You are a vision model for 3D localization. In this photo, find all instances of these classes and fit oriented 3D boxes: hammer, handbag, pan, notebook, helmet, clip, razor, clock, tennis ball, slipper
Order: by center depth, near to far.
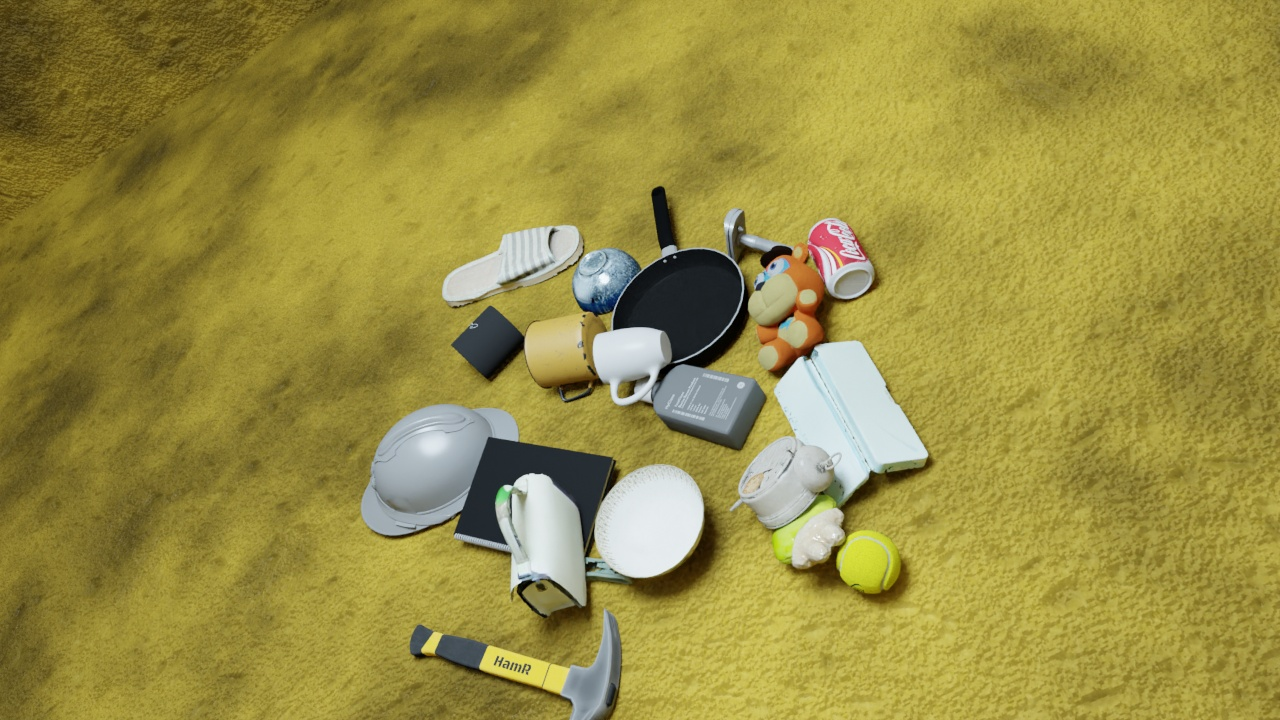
[{"bbox_3d":[0.239,0.211,0.962,0.065,0.065,0.065,-17,50,21],"label":"tennis ball"},{"bbox_3d":[0.167,0.126,1.027,0.157,0.061,0.103,-34,17,53],"label":"clock"},{"bbox_3d":[-0.134,0.206,1.087,0.074,0.176,0.151,-19,51,13],"label":"handbag"},{"bbox_3d":[-0.163,0.367,1.122,0.325,0.034,0.169,2,57,34],"label":"hammer"},{"bbox_3d":[-0.040,0.259,1.131,0.076,0.023,0.042,-5,56,31],"label":"clip"},{"bbox_3d":[-0.144,0.186,1.228,0.207,0.016,0.148,6,68,29],"label":"notebook"},{"bbox_3d":[0.177,-0.161,1.289,0.116,0.088,0.047,21,68,20],"label":"razor"},{"bbox_3d":[-0.319,0.133,1.329,0.271,0.118,0.183,-28,47,5],"label":"helmet"},{"bbox_3d":[0.050,-0.128,1.351,0.204,0.044,0.354,-21,48,17],"label":"pan"},{"bbox_3d":[-0.223,-0.163,1.545,0.273,0.054,0.114,-17,45,21],"label":"slipper"}]

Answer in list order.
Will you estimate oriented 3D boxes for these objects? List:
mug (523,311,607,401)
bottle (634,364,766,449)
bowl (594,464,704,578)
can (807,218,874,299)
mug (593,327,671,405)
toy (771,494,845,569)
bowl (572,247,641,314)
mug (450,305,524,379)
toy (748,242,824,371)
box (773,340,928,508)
[{"bbox_3d":[-0.099,-0.004,1.323,0.094,0.100,0.124,-10,93,23],"label":"mug"},{"bbox_3d":[0.068,0.052,1.202,0.174,0.046,0.083,13,65,38],"label":"bottle"},{"bbox_3d":[0.022,0.203,1.105,0.145,0.063,0.145,-17,50,21],"label":"bowl"},{"bbox_3d":[0.262,-0.136,1.211,0.064,0.064,0.104,-26,47,13],"label":"can"},{"bbox_3d":[-0.007,0.007,1.216,0.089,0.071,0.107,-11,64,20],"label":"mug"},{"bbox_3d":[0.188,0.189,1.001,0.092,0.043,0.118,-45,10,-6],"label":"toy"},{"bbox_3d":[-0.062,-0.133,1.414,0.114,0.061,0.114,-17,50,22],"label":"bowl"},{"bbox_3d":[-0.242,-0.031,1.446,0.088,0.078,0.114,-47,20,-7],"label":"mug"},{"bbox_3d":[0.192,-0.074,1.190,0.112,0.096,0.175,-44,28,46],"label":"toy"},{"bbox_3d":[0.244,0.069,1.089,0.126,0.074,0.197,-42,41,23],"label":"box"}]
